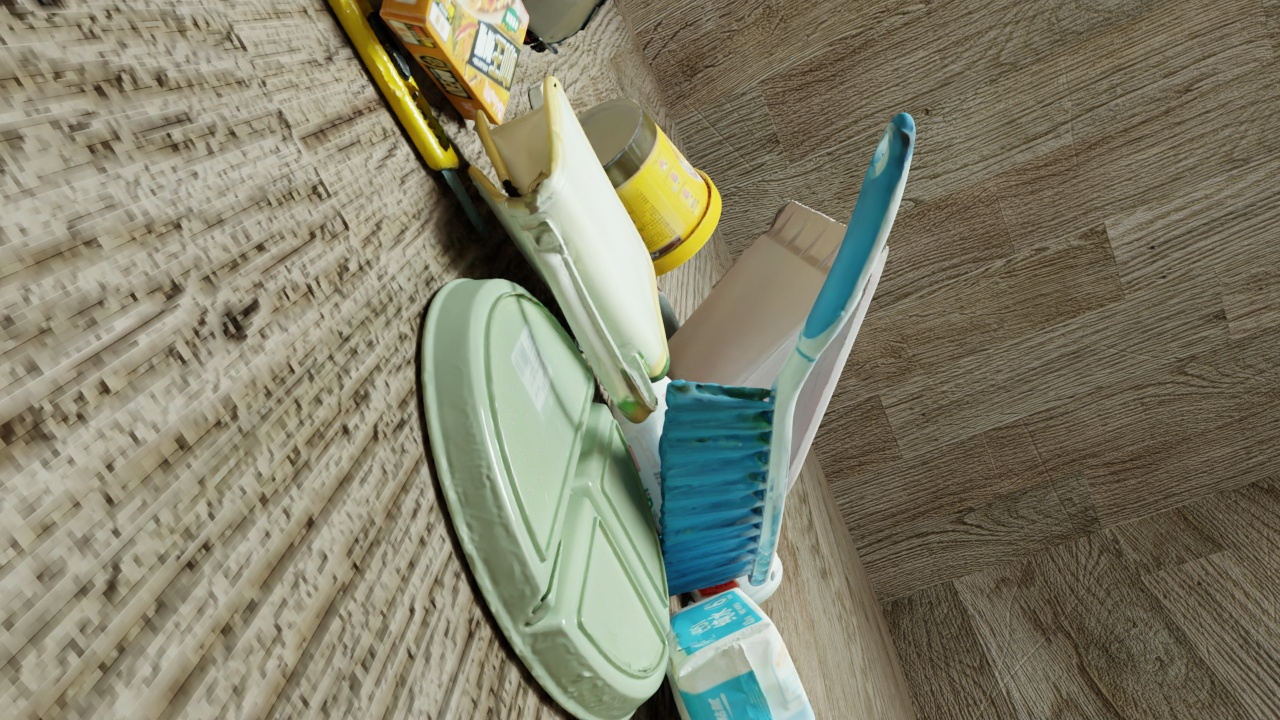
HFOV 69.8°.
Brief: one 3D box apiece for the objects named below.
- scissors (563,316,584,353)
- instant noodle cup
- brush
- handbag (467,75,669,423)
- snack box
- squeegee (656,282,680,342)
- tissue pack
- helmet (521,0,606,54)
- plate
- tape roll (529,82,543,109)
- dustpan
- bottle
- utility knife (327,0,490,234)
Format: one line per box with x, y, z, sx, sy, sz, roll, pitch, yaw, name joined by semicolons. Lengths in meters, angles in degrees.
-0.034;-0.034;0.679;0.185;0.019;0.132;-99;163;-44;scissors
-0.010;-0.147;0.775;0.114;0.119;0.118;46;23;-41;instant noodle cup
0.066;0.016;0.503;0.060;0.109;0.315;-87;179;-55;brush
-0.036;-0.050;0.520;0.178;0.063;0.163;-103;166;-44;handbag
-0.097;-0.191;0.506;0.153;0.026;0.075;39;64;-84;snack box
0.020;-0.073;0.953;0.247;0.040;0.249;-25;99;-64;squeegee
0.051;0.184;0.500;0.140;0.063;0.090;127;-60;-85;tissue pack
-0.078;-0.363;0.670;0.156;0.231;0.273;22;27;-19;helmet
-0.036;0.062;0.455;0.230;0.027;0.230;-22;89;-80;plate
-0.074;-0.207;0.825;0.085;0.014;0.086;-21;90;-79;tape roll
0.129;0.005;0.849;0.139;0.274;0.222;42;9;-22;dustpan
0.029;0.080;0.639;0.197;0.068;0.068;62;12;-8;bottle
-0.123;-0.144;0.463;0.033;0.015;0.195;-88;154;-58;utility knife
